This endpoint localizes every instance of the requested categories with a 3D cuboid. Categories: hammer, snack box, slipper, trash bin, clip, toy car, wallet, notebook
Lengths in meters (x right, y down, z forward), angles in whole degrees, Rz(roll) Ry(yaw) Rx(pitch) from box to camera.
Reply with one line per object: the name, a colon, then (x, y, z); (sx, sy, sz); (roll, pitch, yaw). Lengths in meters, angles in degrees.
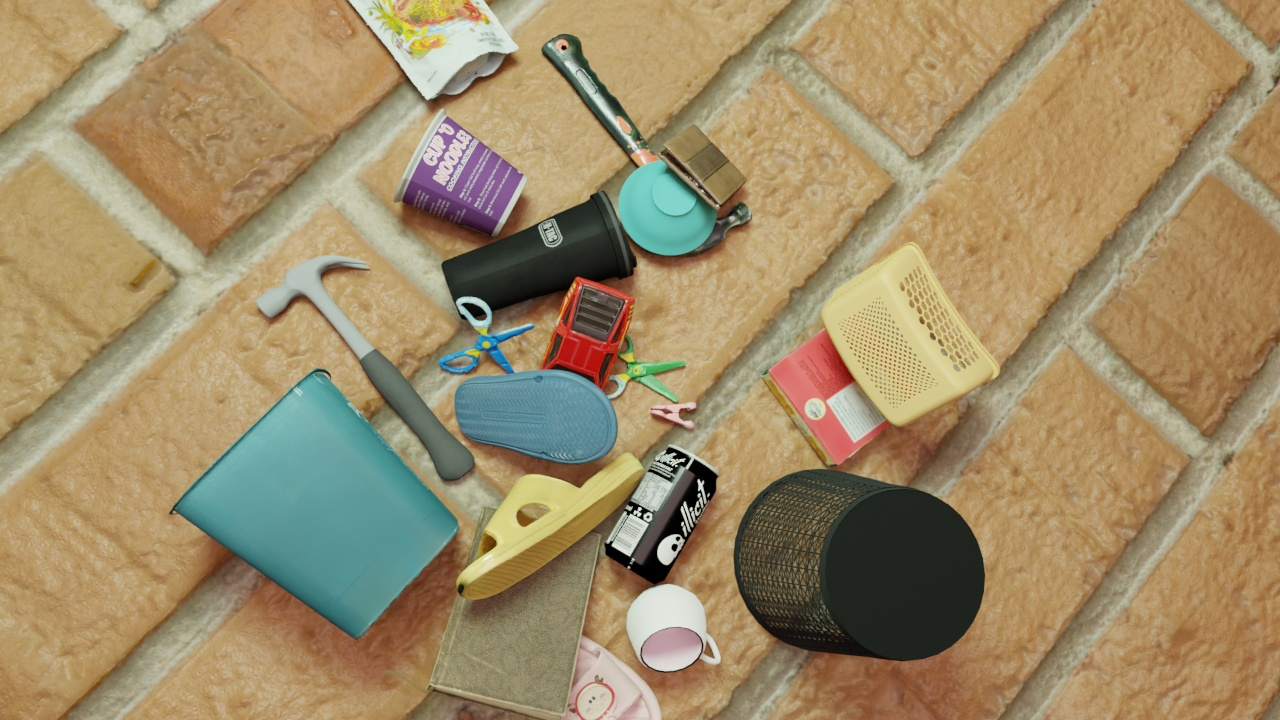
hammer: (-0.010, -0.273, 1.147); (0.133, 0.033, 0.333); (-36, 86, -11)
snack box: (0.248, 0.032, 1.129); (0.144, 0.040, 0.142); (-35, 88, -12)
hammer: (-0.299, 0.009, 1.063); (0.125, 0.029, 0.311); (-40, 89, -11)
slipper: (-0.118, 0.055, 1.029); (0.214, 0.059, 0.104); (5, 105, 28)
trash bin: (0.236, 0.222, 0.995); (0.217, 0.243, 0.216); (1, 81, -8)
slipper: (-0.076, 0.361, 1.027); (0.221, 0.056, 0.106); (41, 80, 2)
trash bin: (-0.323, 0.154, 0.964); (0.218, 0.197, 0.199); (44, 79, -6)
clip: (0.044, 0.060, 1.107); (0.058, 0.023, 0.050); (36, 74, -3)
toy car: (-0.072, 0.002, 1.062); (0.081, 0.056, 0.189); (21, 104, -3)
slipper: (-0.106, 0.167, 1.003); (0.078, 0.100, 0.262); (43, 49, 20)
wallet: (0.076, -0.233, 1.098); (0.098, 0.120, 0.027); (45, 121, -4)
notebook: (-0.151, 0.269, 1.000); (0.190, 0.035, 0.214); (16, 54, -6)

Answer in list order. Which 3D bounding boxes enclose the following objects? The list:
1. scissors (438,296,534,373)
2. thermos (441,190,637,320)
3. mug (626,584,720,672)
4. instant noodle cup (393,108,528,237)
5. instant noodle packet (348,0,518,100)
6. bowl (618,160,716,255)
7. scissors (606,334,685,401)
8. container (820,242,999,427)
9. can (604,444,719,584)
scissors: (-0.181, -0.024, 1.061); (0.125, 0.130, 0.013); (-19, 39, 10)
thermos: (-0.117, -0.117, 1.075); (0.218, 0.106, 0.106); (-20, 85, -5)
mug: (0.042, 0.306, 1.041); (0.124, 0.076, 0.090); (33, 110, -24)
instant noodle cup: (-0.203, -0.213, 1.078); (0.122, 0.122, 0.136); (28, 34, -13)
instant noodle packet: (-0.279, -0.453, 1.125); (0.146, 0.057, 0.269); (-35, 83, -13)
bowl: (0.037, -0.191, 1.098); (0.121, 0.046, 0.121); (1, 79, -7)
scissors: (-0.009, 0.020, 1.110); (0.129, 0.012, 0.116); (38, 80, 0)
container: (0.313, -0.029, 1.071); (0.183, 0.130, 0.166); (57, 35, 4)
can: (0.025, 0.177, 1.056); (0.080, 0.080, 0.146); (32, 78, -2)
